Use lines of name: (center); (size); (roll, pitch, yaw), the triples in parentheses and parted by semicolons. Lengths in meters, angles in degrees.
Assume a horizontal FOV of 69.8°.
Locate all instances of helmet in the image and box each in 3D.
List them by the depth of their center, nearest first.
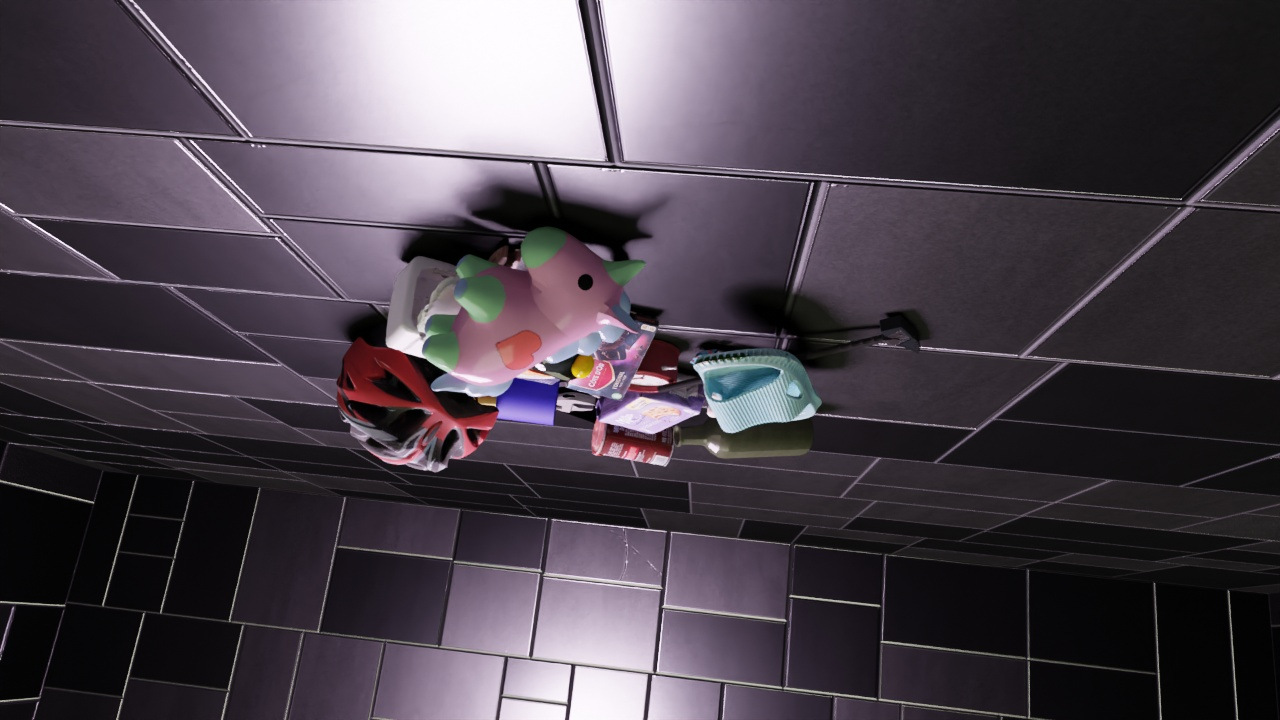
helmet: (-0.325, 0.061, 1.290); (0.217, 0.167, 0.272); (35, 170, -30)

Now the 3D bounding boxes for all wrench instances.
wrench: (-0.203, 0.063, 1.425); (0.273, 0.018, 0.084); (2, 162, 7)

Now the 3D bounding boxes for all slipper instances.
slipper: (0.150, 0.047, 1.086); (0.116, 0.069, 0.276); (-13, 159, 21)

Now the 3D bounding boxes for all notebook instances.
notebook: (-0.087, 0.069, 1.483); (0.149, 0.016, 0.206); (-7, 159, 41)

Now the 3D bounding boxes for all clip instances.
clip: (-0.138, -0.099, 0.935); (0.047, 0.025, 0.062); (2, 156, 2)

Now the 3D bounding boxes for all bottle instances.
bottle: (0.151, 0.108, 1.360); (0.206, 0.071, 0.072); (0, 166, -17)

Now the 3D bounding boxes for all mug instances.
mug: (-0.161, 0.038, 1.320); (0.083, 0.079, 0.111); (8, 138, -3)

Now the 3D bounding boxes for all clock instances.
clock: (-0.007, 0.007, 1.187); (0.138, 0.048, 0.096); (-1, 162, 20)

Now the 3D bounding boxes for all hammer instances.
hammer: (0.165, 0.004, 1.086); (0.326, 0.015, 0.095); (-14, 157, 30)

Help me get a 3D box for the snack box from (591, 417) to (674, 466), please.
snack box: (-0.012, 0.128, 1.493); (0.121, 0.072, 0.072); (11, 163, -15)

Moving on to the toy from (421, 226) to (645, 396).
toy: (-0.108, -0.035, 0.895); (0.171, 0.120, 0.223); (23, 118, -22)

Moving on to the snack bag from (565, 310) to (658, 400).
snack bag: (-0.035, -0.007, 1.103); (0.074, 0.018, 0.156); (14, 139, -11)

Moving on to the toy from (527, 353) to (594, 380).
toy: (-0.108, -0.029, 1.037); (0.099, 0.097, 0.119); (14, 171, -24)

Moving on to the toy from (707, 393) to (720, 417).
toy: (0.151, 0.044, 1.260); (0.125, 0.037, 0.076); (-13, 160, -5)

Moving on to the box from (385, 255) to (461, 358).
box: (-0.191, -0.060, 0.954); (0.110, 0.102, 0.131); (16, 153, -26)

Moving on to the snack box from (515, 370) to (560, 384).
snack box: (-0.157, -0.013, 1.187); (0.144, 0.042, 0.145); (13, 163, -21)

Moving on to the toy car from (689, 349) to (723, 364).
toy car: (0.119, 0.004, 1.166); (0.107, 0.027, 0.060); (21, 161, -11)

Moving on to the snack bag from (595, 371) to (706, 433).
snack bag: (0.011, 0.058, 1.331); (0.096, 0.058, 0.206); (15, 161, -20)
